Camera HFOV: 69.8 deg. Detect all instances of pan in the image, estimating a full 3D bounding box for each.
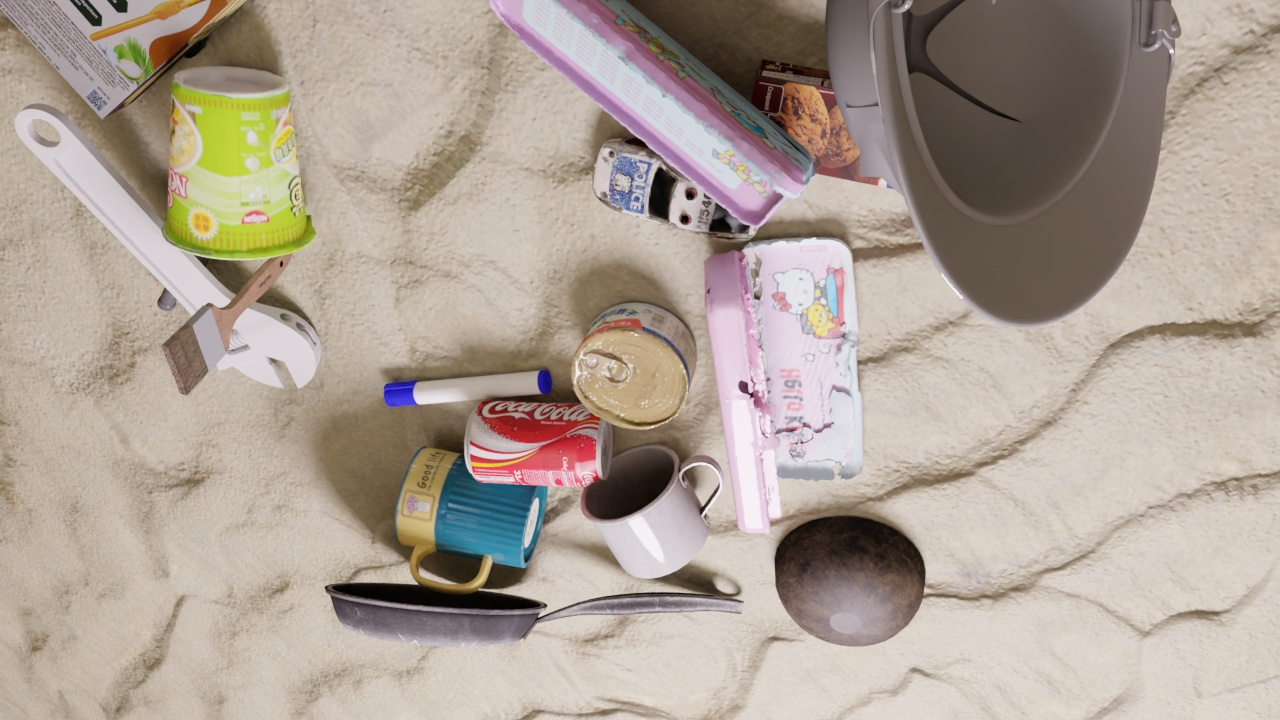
[{"bbox_3d":[-0.090,0.216,0.790,0.357,0.055,0.187,6,170,0],"label":"pan"}]

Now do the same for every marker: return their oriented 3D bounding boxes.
[{"bbox_3d":[-0.139,0.022,0.728,0.142,0.020,0.020,-5,122,19],"label":"marker"}]

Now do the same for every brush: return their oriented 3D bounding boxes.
[{"bbox_3d":[-0.287,-0.039,0.652,0.008,0.142,0.045,12,134,9],"label":"brush"}]

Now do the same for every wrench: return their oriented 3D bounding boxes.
[{"bbox_3d":[-0.340,-0.075,0.683,0.087,0.018,0.273,-16,130,16],"label":"wrench"}]

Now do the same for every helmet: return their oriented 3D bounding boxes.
[{"bbox_3d":[0.153,-0.154,0.453,0.183,0.118,0.271,-3,95,-25],"label":"helmet"}]

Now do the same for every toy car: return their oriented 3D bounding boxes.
[{"bbox_3d":[0.023,-0.106,0.582,0.113,0.040,0.049,16,125,6],"label":"toy car"}]

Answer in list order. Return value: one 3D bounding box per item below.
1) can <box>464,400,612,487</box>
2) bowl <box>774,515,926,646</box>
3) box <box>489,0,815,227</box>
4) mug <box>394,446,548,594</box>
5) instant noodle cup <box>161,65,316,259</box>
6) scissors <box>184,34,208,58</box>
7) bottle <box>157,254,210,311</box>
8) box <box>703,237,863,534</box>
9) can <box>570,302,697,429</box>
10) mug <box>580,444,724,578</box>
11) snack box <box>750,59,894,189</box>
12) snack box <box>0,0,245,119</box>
[{"bbox_3d":[-0.077,0.064,0.708,0.105,0.064,0.064,2,124,9],"label":"can"},{"bbox_3d":[0.165,0.188,0.733,0.121,0.056,0.121,8,125,11],"label":"bowl"},{"bbox_3d":[0.001,-0.154,0.486,0.214,0.150,0.049,39,95,-1],"label":"box"},{"bbox_3d":[-0.140,0.135,0.751,0.107,0.113,0.083,12,151,4],"label":"mug"},{"bbox_3d":[-0.273,-0.135,0.618,0.099,0.098,0.108,13,119,7],"label":"instant noodle cup"},{"bbox_3d":[-0.299,-0.301,0.554,0.147,0.015,0.210,-12,121,27],"label":"scissors"},{"bbox_3d":[-0.354,-0.077,0.714,0.030,0.030,0.113,37,125,-10],"label":"bottle"},{"bbox_3d":[0.105,0.020,0.625,0.103,0.086,0.202,-8,121,6],"label":"box"},{"bbox_3d":[-0.004,0.004,0.663,0.086,0.043,0.086,7,125,11],"label":"can"},{"bbox_3d":[0.018,0.113,0.708,0.113,0.084,0.070,-18,119,21],"label":"mug"},{"bbox_3d":[0.134,-0.134,0.536,0.141,0.031,0.051,13,126,7],"label":"snack box"},{"bbox_3d":[-0.317,-0.242,0.573,0.186,0.031,0.101,-23,117,30],"label":"snack box"}]
